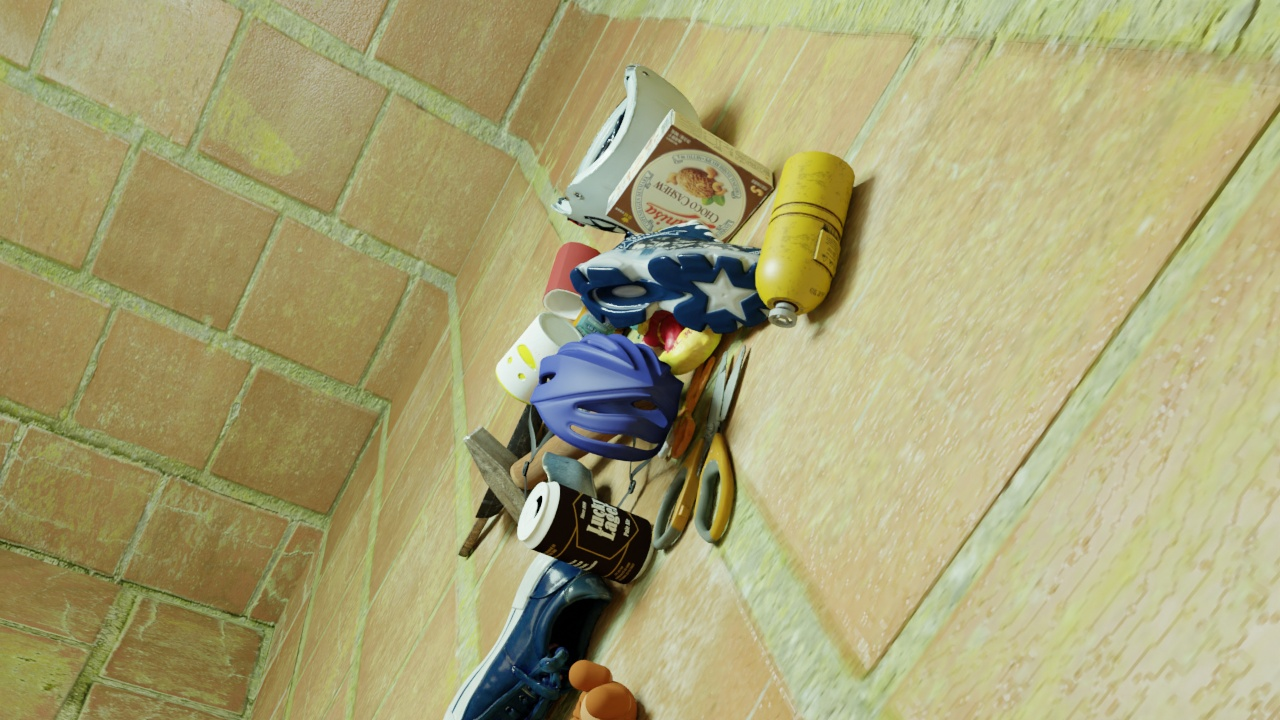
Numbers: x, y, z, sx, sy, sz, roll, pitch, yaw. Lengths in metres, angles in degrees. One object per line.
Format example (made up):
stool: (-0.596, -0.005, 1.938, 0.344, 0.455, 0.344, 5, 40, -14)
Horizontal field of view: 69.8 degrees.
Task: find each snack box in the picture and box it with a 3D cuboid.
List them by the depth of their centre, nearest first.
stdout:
snack box: (0.056, -0.197, 1.084, 0.147, 0.143, 0.041, -49, 23, 37)

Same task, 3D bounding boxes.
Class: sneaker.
sneaker: (-0.114, 0.345, 0.960, 0.127, 0.120, 0.294, 31, 93, 47)
sneaker: (0.055, -0.108, 0.995, 0.270, 0.103, 0.132, 2, 43, 41)

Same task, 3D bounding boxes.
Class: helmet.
helmet: (-0.048, 0.083, 0.979, 0.242, 0.147, 0.227, -168, 91, -68)
helmet: (-0.002, -0.279, 1.300, 0.236, 0.163, 0.264, -61, 14, -2)

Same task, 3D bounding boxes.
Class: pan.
pan: (-0.221, 0.203, 1.426, 0.207, 0.040, 0.358, -72, 7, -52)

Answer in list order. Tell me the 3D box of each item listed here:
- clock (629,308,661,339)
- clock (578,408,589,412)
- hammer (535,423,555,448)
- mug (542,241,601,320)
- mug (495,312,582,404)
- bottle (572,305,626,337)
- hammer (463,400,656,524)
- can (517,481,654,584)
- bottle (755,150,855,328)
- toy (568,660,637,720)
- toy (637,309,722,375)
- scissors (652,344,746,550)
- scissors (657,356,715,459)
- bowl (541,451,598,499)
clock: (0.023, -0.086, 1.159, 0.090, 0.053, 0.124, -172, 95, -70)
clock: (-0.055, 0.055, 1.206, 0.091, 0.043, 0.122, -57, 16, 33)
hammer: (-0.099, 0.044, 1.237, 0.332, 0.031, 0.119, 121, 171, -69)
mug: (-0.115, -0.124, 1.521, 0.117, 0.080, 0.096, 134, 154, -56)
mug: (-0.138, -0.003, 1.270, 0.106, 0.082, 0.082, -48, 25, 25)
bottle: (-0.048, -0.064, 1.297, 0.157, 0.068, 0.067, -56, 22, 23)
hammer: (-0.088, 0.097, 1.150, 0.302, 0.158, 0.037, -35, 4, 33)
can: (-0.054, 0.176, 0.937, 0.072, 0.128, 0.071, -51, 24, 33)
bottle: (0.150, -0.108, 0.854, 0.071, 0.071, 0.163, -26, 43, 60)
toy: (-0.048, 0.342, 0.827, 0.128, 0.065, 0.095, -67, 22, 7)
toy: (0.046, -0.033, 1.039, 0.105, 0.067, 0.137, -52, 24, -10)
scissors: (0.062, 0.090, 0.917, 0.167, 0.016, 0.224, -41, 30, 47)
scissors: (0.049, 0.052, 1.005, 0.084, 0.012, 0.132, -33, 32, 59)
bowl: (-0.081, 0.161, 1.103, 0.110, 0.055, 0.110, 164, 93, -88)
